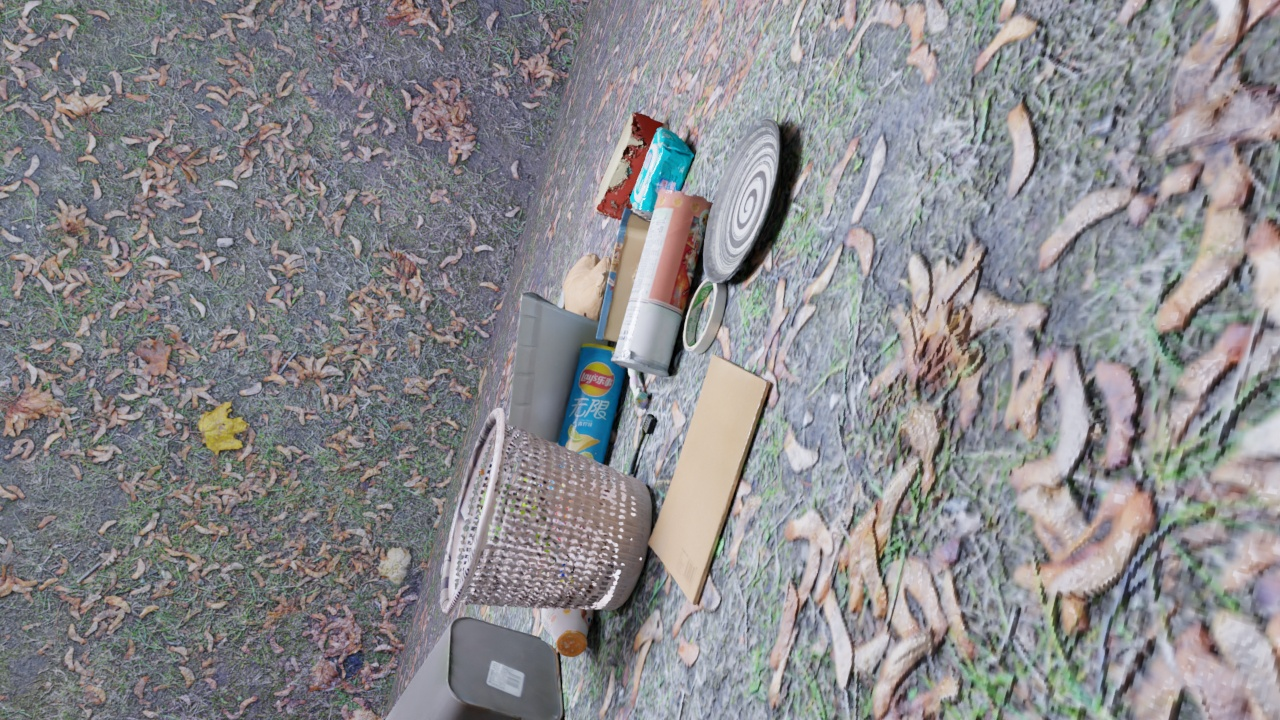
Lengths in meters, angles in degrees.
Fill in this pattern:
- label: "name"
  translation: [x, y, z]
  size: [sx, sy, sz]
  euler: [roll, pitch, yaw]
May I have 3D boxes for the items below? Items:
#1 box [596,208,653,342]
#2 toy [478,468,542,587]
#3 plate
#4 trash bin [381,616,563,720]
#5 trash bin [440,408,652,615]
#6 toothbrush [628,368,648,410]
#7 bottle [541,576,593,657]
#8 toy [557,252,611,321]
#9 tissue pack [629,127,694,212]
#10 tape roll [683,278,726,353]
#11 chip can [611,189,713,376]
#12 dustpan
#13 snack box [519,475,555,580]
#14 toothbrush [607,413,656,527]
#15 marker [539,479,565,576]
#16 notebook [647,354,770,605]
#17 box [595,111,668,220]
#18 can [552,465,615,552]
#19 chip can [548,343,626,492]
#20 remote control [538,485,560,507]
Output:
- label: "box"
  translation: [-0.014, -0.103, 1.209]
  size: [0.089, 0.061, 0.185]
  euler: [-78, 3, -63]
- label: "toy"
  translation: [-0.194, 0.251, 1.401]
  size: [0.227, 0.090, 0.247]
  euler: [61, 170, 25]
- label: "plate"
  translation: [0.112, -0.164, 0.960]
  size: [0.179, 0.024, 0.179]
  euler: [-166, 91, -75]
- label: "trash bin"
  translation: [-0.214, 0.470, 1.166]
  size: [0.220, 0.199, 0.198]
  euler: [-61, 20, 20]
- label: "trash bin"
  translation: [-0.100, 0.185, 1.020]
  size: [0.227, 0.192, 0.227]
  euler: [-164, 91, -75]
- label: "toothbrush"
  translation: [-0.007, 0.007, 1.217]
  size: [0.189, 0.020, 0.029]
  euler: [-100, -3, -62]
- label: "bottle"
  translation: [-0.087, 0.307, 1.096]
  size: [0.108, 0.063, 0.063]
  euler: [-115, 43, -69]
- label: "toy"
  translation: [-0.073, -0.094, 1.440]
  size: [0.226, 0.082, 0.143]
  euler: [-150, 63, -72]
- label: "tissue pack"
  translation: [0.026, -0.257, 1.312]
  size: [0.093, 0.050, 0.134]
  euler: [-106, 35, -62]
- label: "tape roll"
  translation: [0.070, -0.049, 1.005]
  size: [0.086, 0.014, 0.086]
  euler: [-165, 91, -75]
- label: "chip can"
  translation: [0.026, -0.093, 1.097]
  size: [0.071, 0.071, 0.214]
  euler: [174, 111, -74]
- label: "dustpan"
  translation: [-0.147, 0.020, 1.329]
  size: [0.143, 0.257, 0.222]
  euler: [7, 90, 35]
- label: "snack box"
  translation: [-0.140, 0.246, 1.280]
  size: [0.085, 0.026, 0.156]
  euler: [-107, 5, -65]
- label: "toothbrush"
  translation: [-0.016, 0.151, 1.110]
  size: [0.017, 0.012, 0.186]
  euler: [44, 117, 61]
- label: "marker"
  translation: [-0.118, 0.236, 1.261]
  size: [0.017, 0.016, 0.145]
  euler: [145, 114, -67]
- label: "notebook"
  translation: [0.062, 0.106, 0.875]
  size: [0.149, 0.012, 0.211]
  euler: [-143, 70, -73]
- label: "box"
  translation: [-0.023, -0.312, 1.490]
  size: [0.169, 0.080, 0.091]
  euler: [121, 160, -44]
- label: "can"
  translation: [-0.071, 0.187, 1.161]
  size: [0.066, 0.066, 0.094]
  euler: [-121, 49, -70]
- label: "chip can"
  translation: [-0.071, 0.086, 1.261]
  size: [0.071, 0.071, 0.210]
  euler: [158, 126, -72]
- label: "remote control"
  translation: [-0.153, 0.217, 1.515]
  size: [0.135, 0.019, 0.056]
  euler: [159, 126, -71]
